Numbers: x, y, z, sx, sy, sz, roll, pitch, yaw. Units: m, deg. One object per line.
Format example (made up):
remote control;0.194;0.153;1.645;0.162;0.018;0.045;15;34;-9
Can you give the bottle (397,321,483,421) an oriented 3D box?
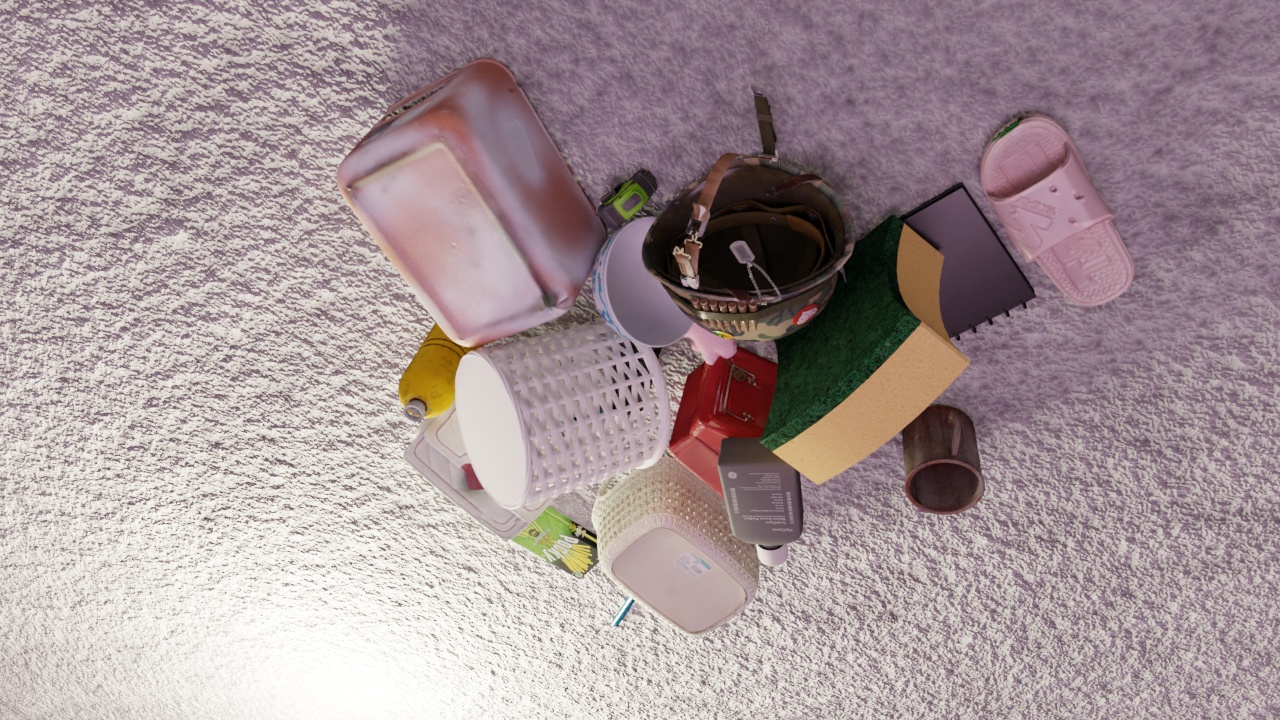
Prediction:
bottle;-0.252;0.015;1.140;0.071;0.163;0.071;6;128;8

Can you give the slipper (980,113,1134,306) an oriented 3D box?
slipper;0.426;-0.137;0.931;0.094;0.064;0.239;-29;117;30

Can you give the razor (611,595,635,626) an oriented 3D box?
razor;-0.018;0.384;1.459;0.042;0.022;0.144;23;129;-4

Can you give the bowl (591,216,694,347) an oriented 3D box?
bowl;-0.006;-0.086;1.039;0.074;0.143;0.144;-1;133;50

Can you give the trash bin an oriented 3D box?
trash bin;-0.177;-0.159;0.996;0.182;0.157;0.260;-18;121;25

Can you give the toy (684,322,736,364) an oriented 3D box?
toy;0.082;-0.044;1.081;0.099;0.052;0.096;-19;87;24

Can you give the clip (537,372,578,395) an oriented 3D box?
clip;-0.119;0.037;1.212;0.102;0.040;0.054;-25;130;27

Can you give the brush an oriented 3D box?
brush;0.219;-0.015;0.932;0.075;0.249;0.196;36;122;-12

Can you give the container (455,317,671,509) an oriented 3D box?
container;-0.093;0.059;1.071;0.186;0.189;0.190;-15;137;-31

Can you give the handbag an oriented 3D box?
handbag;-0.205;0.134;1.251;0.198;0.096;0.142;41;108;-11

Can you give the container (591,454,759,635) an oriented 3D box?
container;0.054;0.260;1.270;0.251;0.143;0.185;42;110;-19

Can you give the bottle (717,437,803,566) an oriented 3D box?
bottle;0.142;0.165;1.042;0.084;0.046;0.174;-2;128;15

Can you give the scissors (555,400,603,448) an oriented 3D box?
scissors;-0.091;0.089;1.250;0.130;0.019;0.151;-10;129;26

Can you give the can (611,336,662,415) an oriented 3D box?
can;-0.007;0.007;1.147;0.054;0.053;0.138;15;128;1

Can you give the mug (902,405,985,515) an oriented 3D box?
mug;0.366;0.106;1.105;0.096;0.110;0.123;7;128;1

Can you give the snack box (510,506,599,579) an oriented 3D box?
snack box;-0.130;0.270;1.395;0.147;0.025;0.080;33;127;-13

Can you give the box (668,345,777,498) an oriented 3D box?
box;0.110;0.075;1.110;0.135;0.157;0.118;28;132;-7

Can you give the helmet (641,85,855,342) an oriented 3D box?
helmet;0.108;-0.124;0.933;0.225;0.192;0.236;6;145;44

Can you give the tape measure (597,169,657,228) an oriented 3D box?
tape measure;-0.019;-0.177;1.007;0.066;0.058;0.036;-32;110;31

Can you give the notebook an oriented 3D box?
notebook;0.299;-0.075;1.038;0.232;0.019;0.169;-30;114;30
